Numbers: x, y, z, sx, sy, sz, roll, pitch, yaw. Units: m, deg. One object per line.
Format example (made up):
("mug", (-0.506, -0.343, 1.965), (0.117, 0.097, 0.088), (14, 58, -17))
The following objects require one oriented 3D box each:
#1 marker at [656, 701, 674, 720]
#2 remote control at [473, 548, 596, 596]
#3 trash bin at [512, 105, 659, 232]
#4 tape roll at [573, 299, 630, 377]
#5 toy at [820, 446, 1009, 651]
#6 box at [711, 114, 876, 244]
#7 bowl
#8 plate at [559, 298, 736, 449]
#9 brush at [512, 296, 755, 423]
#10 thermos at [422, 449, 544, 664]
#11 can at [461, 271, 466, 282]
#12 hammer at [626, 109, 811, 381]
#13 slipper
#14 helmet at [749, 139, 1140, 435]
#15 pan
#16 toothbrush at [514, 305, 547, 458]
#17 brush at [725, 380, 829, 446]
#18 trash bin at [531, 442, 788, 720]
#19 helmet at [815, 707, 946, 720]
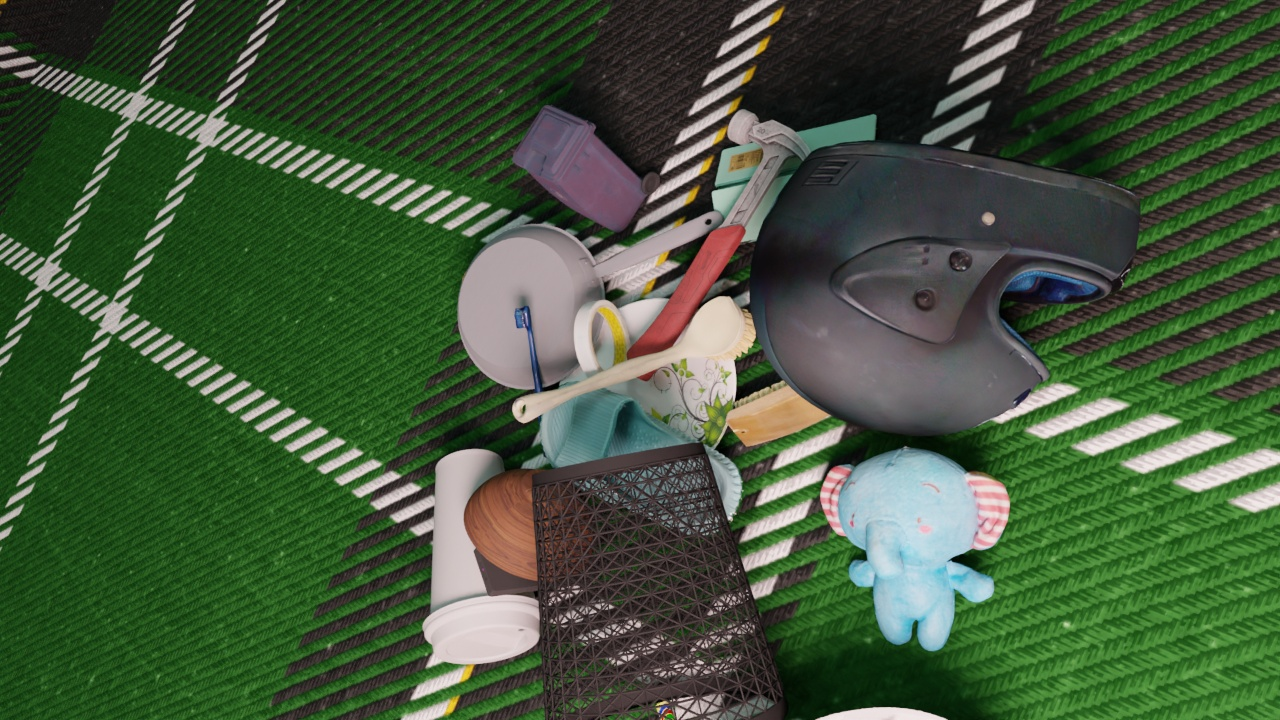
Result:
("marker", (0.045, 0.402, 0.900), (0.014, 0.014, 0.132), (-33, 59, 16))
("remote control", (-0.112, 0.220, 0.990), (0.013, 0.133, 0.058), (-53, 49, 35))
("trash bin", (-0.066, -0.231, 1.104), (0.094, 0.160, 0.092), (32, 90, 35))
("tape roll", (-0.041, -0.020, 1.015), (0.019, 0.094, 0.094), (-9, 68, 28))
("toy", (0.236, 0.168, 0.824), (0.184, 0.114, 0.180), (-1, 84, 40))
("box", (0.172, -0.204, 1.027), (0.187, 0.057, 0.137), (-9, 75, 27))
("bowl", (-0.110, 0.160, 0.989), (0.147, 0.147, 0.069), (45, 122, 34))
("plate", (0.008, 0.042, 1.042), (0.230, 0.030, 0.229), (-11, 68, 27))
("brush", (-0.006, 0.006, 0.962), (0.272, 0.077, 0.062), (-23, 49, -3))
("thermos", (-0.185, 0.217, 1.044), (0.132, 0.131, 0.221), (-27, 53, 20))
("can", (-0.187, -0.072, 1.180), (0.054, 0.059, 0.099), (-25, 61, 21))
("hammer", (0.082, -0.113, 1.006), (0.126, 0.036, 0.316), (34, 96, 25))
("slipper", (-0.015, 0.100, 0.975), (0.276, 0.069, 0.116), (23, 89, 34))
("helmet", (0.253, -0.049, 0.815), (0.316, 0.249, 0.236), (11, 89, 8))
("pan", (-0.070, -0.096, 1.076), (0.357, 0.050, 0.200), (-24, 78, 19))
("toothbrush", (-0.123, 0.027, 1.062), (0.017, 0.016, 0.190), (-4, 112, 9))
("brush", (0.149, 0.046, 0.948), (0.117, 0.049, 0.039), (-25, 39, 22))
("trash bin", (0.002, 0.210, 0.836), (0.217, 0.216, 0.243), (-15, 82, 25))
("helmet", (0.177, 0.397, 0.721), (0.283, 0.183, 0.224), (-39, 63, 21))
